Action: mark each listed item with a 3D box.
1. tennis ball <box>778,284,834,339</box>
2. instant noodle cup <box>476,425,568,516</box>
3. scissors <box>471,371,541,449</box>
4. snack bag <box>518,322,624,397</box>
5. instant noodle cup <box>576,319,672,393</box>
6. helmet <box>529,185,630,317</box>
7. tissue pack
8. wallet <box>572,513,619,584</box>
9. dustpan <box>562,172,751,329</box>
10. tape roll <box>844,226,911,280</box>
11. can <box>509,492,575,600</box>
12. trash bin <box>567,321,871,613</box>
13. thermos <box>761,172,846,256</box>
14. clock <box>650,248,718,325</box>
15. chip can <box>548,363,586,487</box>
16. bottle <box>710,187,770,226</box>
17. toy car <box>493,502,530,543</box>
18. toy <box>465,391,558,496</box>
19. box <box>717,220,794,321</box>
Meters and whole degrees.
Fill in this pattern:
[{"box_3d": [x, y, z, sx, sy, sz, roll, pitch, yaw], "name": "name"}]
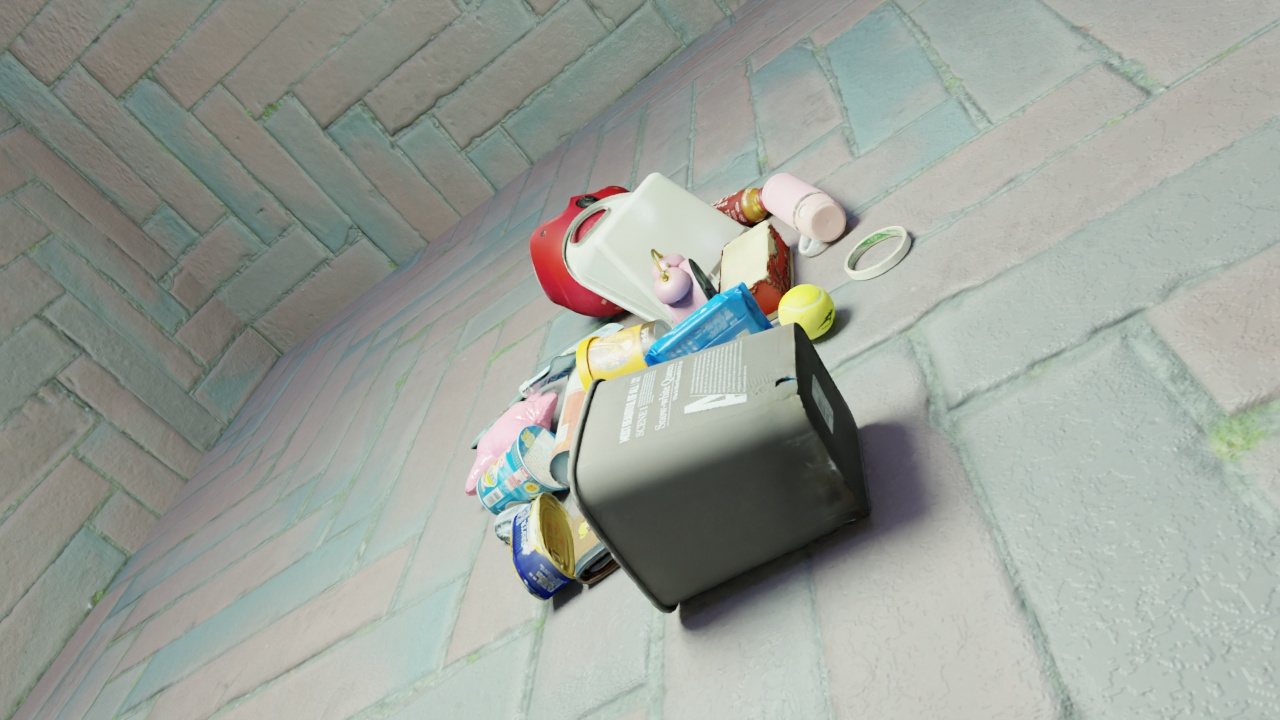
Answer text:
[{"box_3d": [0.196, -0.057, 1.082, 0.066, 0.065, 0.065, -34, 24, 17], "name": "tennis ball"}, {"box_3d": [-0.161, 0.157, 1.236, 0.110, 0.099, 0.099, -38, 22, 28], "name": "instant noodle cup"}, {"box_3d": [-0.207, 0.076, 1.475, 0.179, 0.019, 0.170, -46, 2, 14], "name": "scissors"}, {"box_3d": [-0.103, -0.001, 1.392, 0.111, 0.039, 0.190, -29, 3, 38], "name": "snack bag"}, {"box_3d": [-0.007, 0.007, 1.234, 0.115, 0.118, 0.118, -22, 29, 21], "name": "instant noodle cup"}, {"box_3d": [-0.047, -0.173, 1.527, 0.239, 0.207, 0.144, -41, 45, -17], "name": "helmet"}, {"box_3d": [0.089, -0.020, 1.148, 0.157, 0.095, 0.052, -38, 17, 8], "name": "tissue pack"}, {"box_3d": [-0.039, 0.195, 1.048, 0.090, 0.033, 0.115, -39, 19, 9], "name": "wallet"}, {"box_3d": [0.017, -0.162, 1.391, 0.222, 0.258, 0.143, -52, 3, -24], "name": "dustpan"}, {"box_3d": [0.292, -0.132, 1.132, 0.086, 0.014, 0.085, -34, 24, 17], "name": "tape roll"}, {"box_3d": [-0.111, 0.214, 1.069, 0.049, 0.074, 0.148, -40, 23, 10], "name": "can"}, {"box_3d": [0.079, 0.089, 0.860, 0.220, 0.198, 0.198, -25, 27, 22], "name": "trash bin"}, {"box_3d": [0.230, -0.210, 1.316, 0.198, 0.067, 0.087, -115, 44, -65], "name": "thermos"}, {"box_3d": [0.063, -0.087, 1.226, 0.060, 0.158, 0.117, -32, 23, 14], "name": "clock"}, {"box_3d": [-0.078, 0.084, 1.252, 0.071, 0.071, 0.214, -32, 25, 21], "name": "chip can"}, {"box_3d": [0.151, -0.240, 1.488, 0.175, 0.057, 0.057, -15, 34, 47], "name": "bottle"}, {"box_3d": [-0.154, 0.208, 1.201, 0.091, 0.034, 0.042, -24, 25, 32], "name": "toy car"}, {"box_3d": [-0.190, 0.123, 1.351, 0.194, 0.074, 0.179, -50, 13, -11], "name": "toy"}, {"box_3d": [0.155, -0.123, 1.249, 0.091, 0.077, 0.168, -30, 26, 25], "name": "box"}]
